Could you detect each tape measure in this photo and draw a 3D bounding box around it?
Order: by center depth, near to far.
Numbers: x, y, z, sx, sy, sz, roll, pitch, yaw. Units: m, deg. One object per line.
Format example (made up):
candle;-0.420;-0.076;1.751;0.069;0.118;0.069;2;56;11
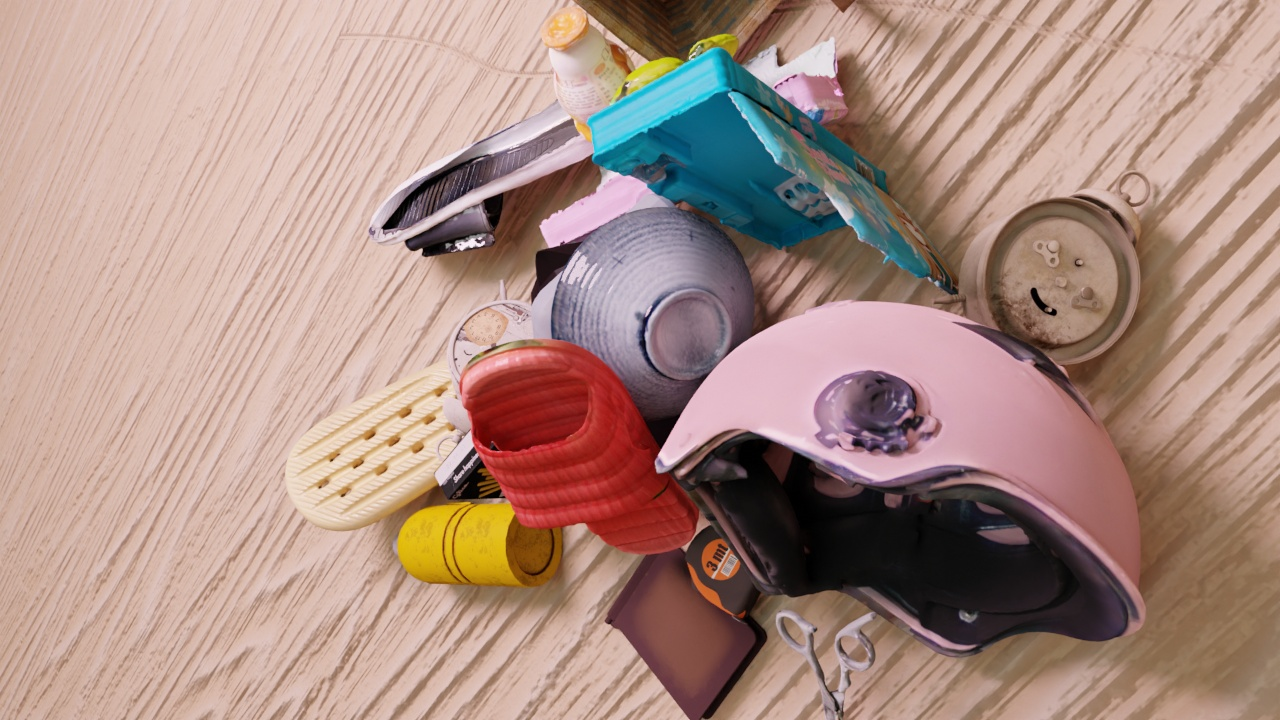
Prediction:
tape measure;0.064;0.148;0.657;0.059;0.038;0.058;25;81;28

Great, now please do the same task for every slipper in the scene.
slipper;-0.033;0.076;0.574;0.104;0.249;0.059;-13;50;18
slipper;-0.132;-0.153;0.819;0.264;0.063;0.111;-24;39;21
slipper;-0.200;0.074;0.843;0.262;0.079;0.111;-29;67;10

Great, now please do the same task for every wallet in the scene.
wallet;0.030;0.201;0.693;0.115;0.018;0.092;42;108;35

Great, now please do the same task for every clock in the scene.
clock;0.244;-0.058;0.533;0.140;0.054;0.093;-45;96;-4
clock;-0.120;0.015;0.756;0.103;0.061;0.156;27;71;12

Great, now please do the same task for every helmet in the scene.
helmet;0.148;0.060;0.512;0.256;0.230;0.152;4;55;43

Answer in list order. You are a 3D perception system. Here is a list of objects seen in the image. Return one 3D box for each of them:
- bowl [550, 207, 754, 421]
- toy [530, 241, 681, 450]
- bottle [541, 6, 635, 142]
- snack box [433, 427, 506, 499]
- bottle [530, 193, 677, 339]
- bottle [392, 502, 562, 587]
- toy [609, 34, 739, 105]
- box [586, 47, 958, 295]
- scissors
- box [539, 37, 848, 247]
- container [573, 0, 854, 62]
bowl;0.019;-0.021;0.550;0.057;0.137;0.137;36;108;65
toy;-0.004;0.004;0.662;0.159;0.140;0.184;-31;67;30
bottle;-0.036;-0.211;0.684;0.063;0.109;0.063;-9;64;19
snack box;-0.076;0.070;0.703;0.080;0.147;0.025;-48;59;22
bottle;-0.028;-0.029;0.589;0.161;0.072;0.046;-43;23;-5
bottle;-0.152;0.159;0.799;0.164;0.071;0.071;-8;79;36
toy;0.024;-0.196;0.652;0.036;0.093;0.094;64;159;9
box;0.098;-0.107;0.546;0.170;0.226;0.085;22;96;37
scissors;0.128;0.214;0.568;0.118;0.014;0.161;-18;99;53
box;0.044;-0.156;0.682;0.231;0.160;0.063;-23;114;32
container;0.071;-0.314;0.627;0.250;0.157;0.186;-45;40;24
